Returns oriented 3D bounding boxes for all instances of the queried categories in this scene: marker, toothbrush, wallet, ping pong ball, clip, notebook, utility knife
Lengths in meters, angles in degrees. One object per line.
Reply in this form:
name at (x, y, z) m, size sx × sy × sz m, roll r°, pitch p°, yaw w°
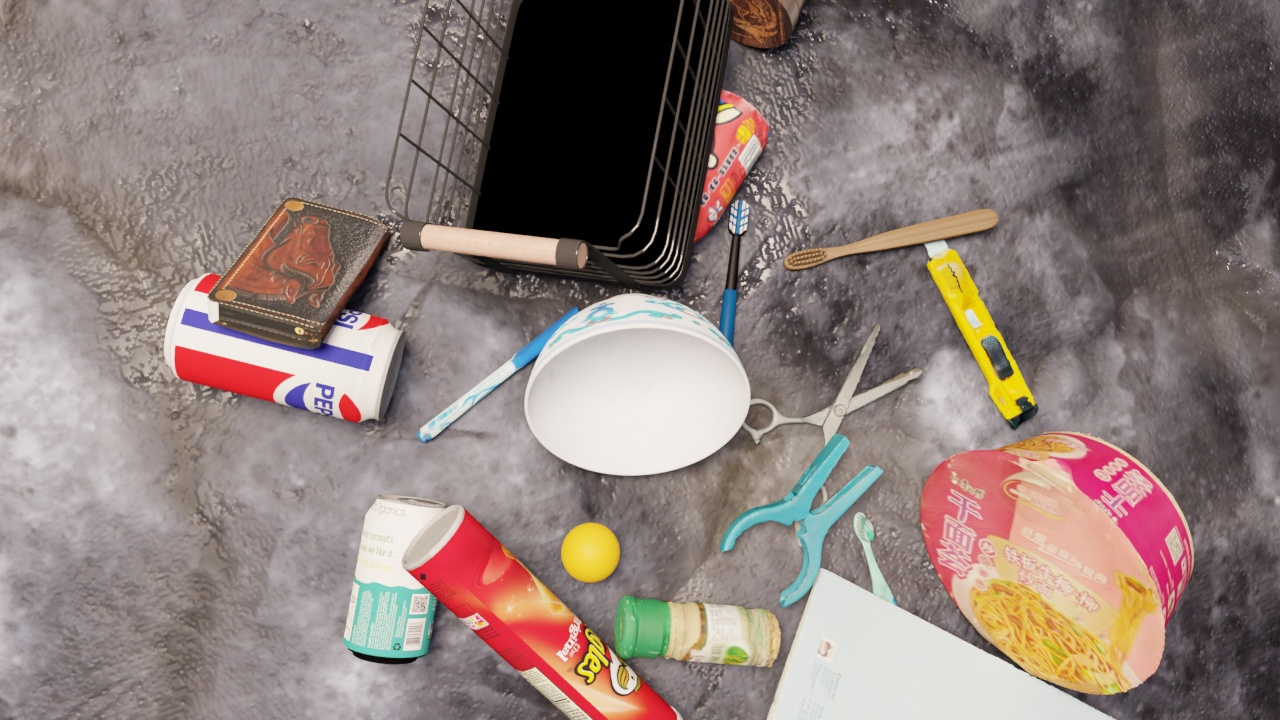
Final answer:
marker at (-0.096, 0.010, 0.638) m, size 0.141 × 0.013 × 0.013 m, roll -39°, pitch 93°, yaw -9°
toothbrush at (0.064, -0.033, 0.666) m, size 0.014 × 0.014 × 0.167 m, roll 6°, pitch 85°, yaw 3°
wallet at (-0.213, -0.058, 0.580) m, size 0.072 × 0.019 × 0.122 m, roll 14°, pitch 39°, yaw -4°
ping pong ball at (-0.034, 0.131, 0.625) m, size 0.040 × 0.040 × 0.040 m, roll 1°, pitch 86°, yaw -9°
clip at (0.125, 0.127, 0.649) m, size 0.130 × 0.031 × 0.121 m, roll -27°, pitch 85°, yaw -3°
notebook at (0.205, 0.275, 0.612) m, size 0.253 × 0.009 × 0.180 m, roll 27°, pitch 60°, yaw 1°
toothbrush at (0.187, -0.090, 0.682) m, size 0.167 × 0.016 × 0.016 m, roll -13°, pitch 83°, yaw -6°
toothbrush at (0.177, 0.177, 0.667) m, size 0.022 × 0.017 × 0.135 m, roll -14°, pitch 88°, yaw -6°
utility knife at (0.255, -0.025, 0.696) m, size 0.030 × 0.017 × 0.164 m, roll -28°, pitch 87°, yaw -15°

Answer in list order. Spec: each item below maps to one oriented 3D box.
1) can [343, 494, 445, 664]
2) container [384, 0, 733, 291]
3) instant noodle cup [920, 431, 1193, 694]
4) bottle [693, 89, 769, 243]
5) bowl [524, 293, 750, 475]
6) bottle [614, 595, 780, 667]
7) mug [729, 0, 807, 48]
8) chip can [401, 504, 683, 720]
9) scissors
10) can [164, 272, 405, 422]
can at (-0.158, 0.141, 0.598) m, size 0.055 × 0.055 × 0.101 m, roll 9°, pitch 85°, yaw -8°
container at (-0.046, -0.165, 0.570) m, size 0.163 × 0.130 × 0.241 m, roll 9°, pitch 84°, yaw 17°
instant noodle cup at (0.285, 0.125, 0.620) m, size 0.077 × 0.179 × 0.178 m, roll -27°, pitch 91°, yaw -26°
bottle at (0.031, -0.119, 0.643) m, size 0.062 × 0.062 × 0.137 m, roll 33°, pitch 81°, yaw -5°
bowl at (-0.004, 0.004, 0.611) m, size 0.144 × 0.144 × 0.074 m, roll 4°, pitch 46°, yaw -9°
bottle at (0.039, 0.188, 0.633) m, size 0.111 × 0.043 × 0.043 m, roll 7°, pitch 85°, yaw -9°
mug at (0.079, -0.300, 0.662) m, size 0.116 × 0.080 × 0.107 m, roll 24°, pitch 80°, yaw 20°
chip can at (-0.059, 0.181, 0.586) m, size 0.051 × 0.052 × 0.215 m, roll -45°, pitch 108°, yaw -9°
scissors at (0.143, 0.054, 0.673) m, size 0.141 × 0.014 × 0.161 m, roll -4°, pitch 87°, yaw -6°
can at (-0.225, -0.007, 0.590) m, size 0.132 × 0.070 × 0.070 m, roll 15°, pitch 84°, yaw -8°
